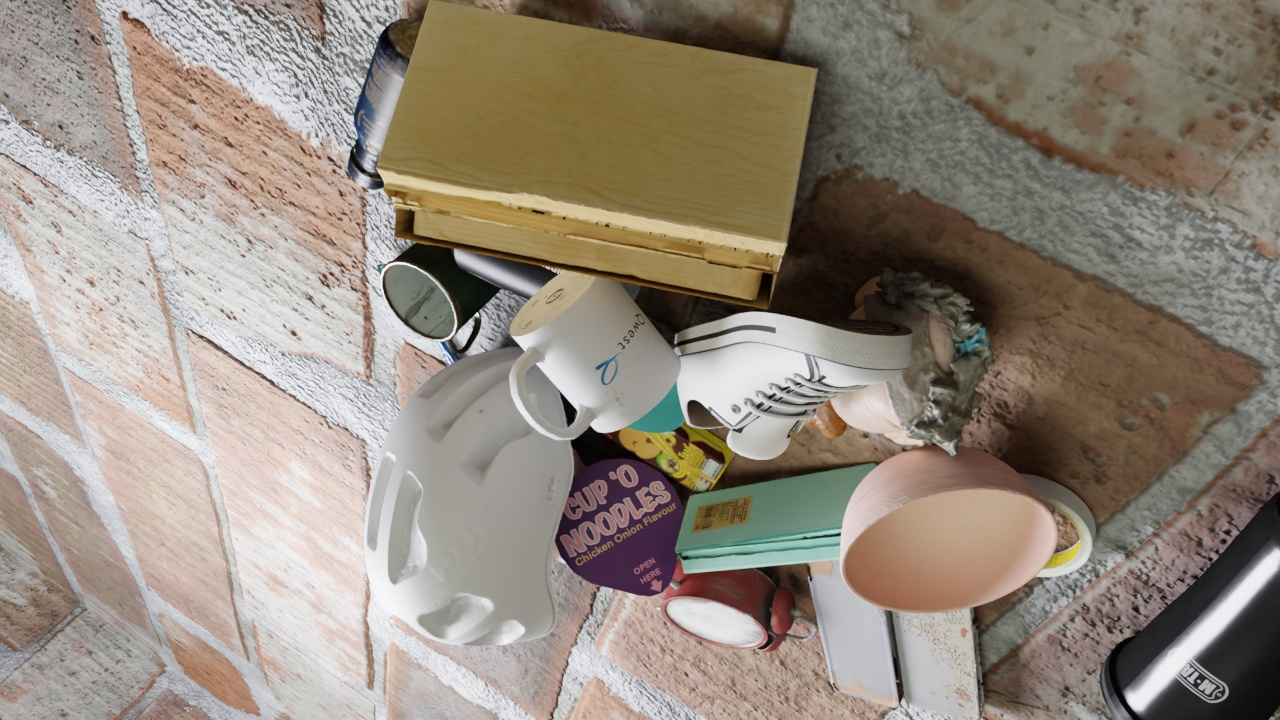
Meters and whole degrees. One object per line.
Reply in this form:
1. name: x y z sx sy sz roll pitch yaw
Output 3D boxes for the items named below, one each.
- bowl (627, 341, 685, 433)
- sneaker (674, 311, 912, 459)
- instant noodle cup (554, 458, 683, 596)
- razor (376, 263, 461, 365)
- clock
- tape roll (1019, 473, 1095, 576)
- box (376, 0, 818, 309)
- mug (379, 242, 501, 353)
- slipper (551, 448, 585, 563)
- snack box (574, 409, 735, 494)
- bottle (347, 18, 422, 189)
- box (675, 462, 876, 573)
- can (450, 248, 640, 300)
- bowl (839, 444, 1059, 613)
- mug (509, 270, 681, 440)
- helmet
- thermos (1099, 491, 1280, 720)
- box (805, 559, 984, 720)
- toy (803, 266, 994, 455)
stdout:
1. bowl: -0.005 0.005 0.793 0.121 0.046 0.121 22 144 17
2. sneaker: 0.090 0.021 0.638 0.246 0.091 0.097 172 99 -65
3. instant noodle cup: -0.015 0.179 0.899 0.136 0.121 0.122 56 169 21
4. razor: -0.215 -0.043 0.929 0.044 0.018 0.141 0 129 35
5. clock: 0.100 0.243 0.921 0.157 0.061 0.110 17 144 7
6. tape roll: 0.300 0.128 0.711 0.094 0.019 0.094 19 135 20
7. box: -0.026 -0.113 0.601 0.248 0.141 0.185 11 142 4
8. mug: -0.170 -0.063 0.830 0.085 0.081 0.111 4 128 33
9. slipper: -0.094 0.140 0.975 0.107 0.055 0.222 15 135 28
10. snack box: 0.012 0.067 0.857 0.149 0.025 0.061 32 138 7
11. bottle: -0.202 -0.202 0.746 0.056 0.056 0.161 41 138 -3
12. box: 0.119 0.133 0.793 0.189 0.077 0.080 -14 86 34
13. can: -0.075 -0.085 0.742 0.146 0.080 0.080 26 137 14
14. bowl: 0.216 0.113 0.672 0.153 0.076 0.153 0 133 0
15. mug: -0.042 0.002 0.657 0.083 0.119 0.096 -6 130 54
16. helmet: -0.153 0.122 0.864 0.183 0.282 0.224 22 178 -39
17. thermos: 0.411 0.186 0.628 0.106 0.105 0.219 23 132 17
18. box: 0.239 0.251 0.853 0.151 0.042 0.216 4 128 28
19. toy: 0.174 0.009 0.652 0.176 0.076 0.132 -23 74 53
